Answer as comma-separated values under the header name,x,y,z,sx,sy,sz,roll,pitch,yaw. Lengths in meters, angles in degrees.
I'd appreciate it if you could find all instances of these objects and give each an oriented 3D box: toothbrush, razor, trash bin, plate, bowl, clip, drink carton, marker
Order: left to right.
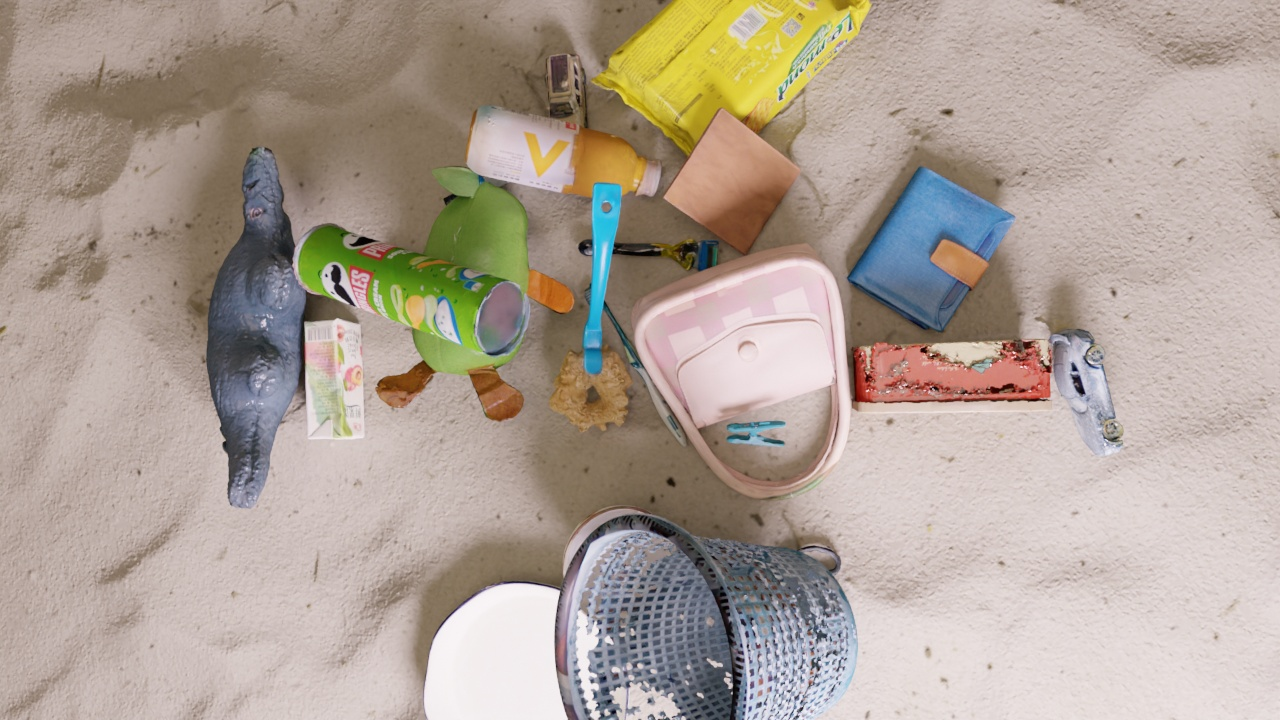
name,x,y,z,sx,sy,sz,roll,pitch,yaw
drink carton,-0.317,0.021,0.944,0.045,0.053,0.122,-3,86,9
marker,-0.143,-0.188,0.948,0.131,0.018,0.022,-25,69,7
plate,-0.109,0.318,0.905,0.205,0.045,0.205,-1,86,8
bowl,-0.021,0.194,0.884,0.113,0.062,0.113,0,88,-9
toothbrush,-0.005,0.005,0.921,0.018,0.016,0.191,-32,83,15
razor,0.008,-0.109,0.922,0.143,0.022,0.043,6,124,9
trash bin,0.069,0.242,0.780,0.227,0.194,0.226,-8,80,48
clip,0.107,0.067,0.852,0.056,0.014,0.041,1,107,-2

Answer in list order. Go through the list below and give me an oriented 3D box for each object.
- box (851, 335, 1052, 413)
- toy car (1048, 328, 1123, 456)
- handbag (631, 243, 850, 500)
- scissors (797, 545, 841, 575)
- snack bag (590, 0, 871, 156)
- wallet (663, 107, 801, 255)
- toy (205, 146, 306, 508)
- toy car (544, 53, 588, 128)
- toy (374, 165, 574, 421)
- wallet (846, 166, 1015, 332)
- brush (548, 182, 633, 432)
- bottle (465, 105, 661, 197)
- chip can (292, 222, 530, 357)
name,x,y,z,sx,sy,sz,roll,pitch,yaw
box,0.281,0.007,0.842,0.168,0.091,0.079,-2,90,8
toy car,0.408,0.029,0.842,0.037,0.054,0.120,-16,86,4
handbag,0.110,0.020,0.880,0.193,0.093,0.234,-19,97,6
scissors,0.113,0.226,0.895,0.172,0.014,0.145,-39,82,5
snack bag,0.091,-0.311,0.897,0.158,0.068,0.246,45,93,7
wallet,0.089,-0.170,0.879,0.115,0.020,0.101,30,97,-32
toy,-0.385,-0.031,0.919,0.091,0.138,0.356,3,80,-22
toy car,-0.077,-0.267,0.935,0.042,0.035,0.090,-4,89,9
toy,-0.168,-0.065,0.911,0.227,0.090,0.246,9,85,19
wallet,0.277,-0.105,0.877,0.106,0.040,0.133,34,93,13
brush,-0.040,-0.042,0.861,0.083,0.045,0.255,2,118,-8
bottle,-0.074,-0.199,0.902,0.189,0.068,0.068,11,88,-9
chip can,-0.214,-0.068,0.845,0.236,0.072,0.072,19,90,28
